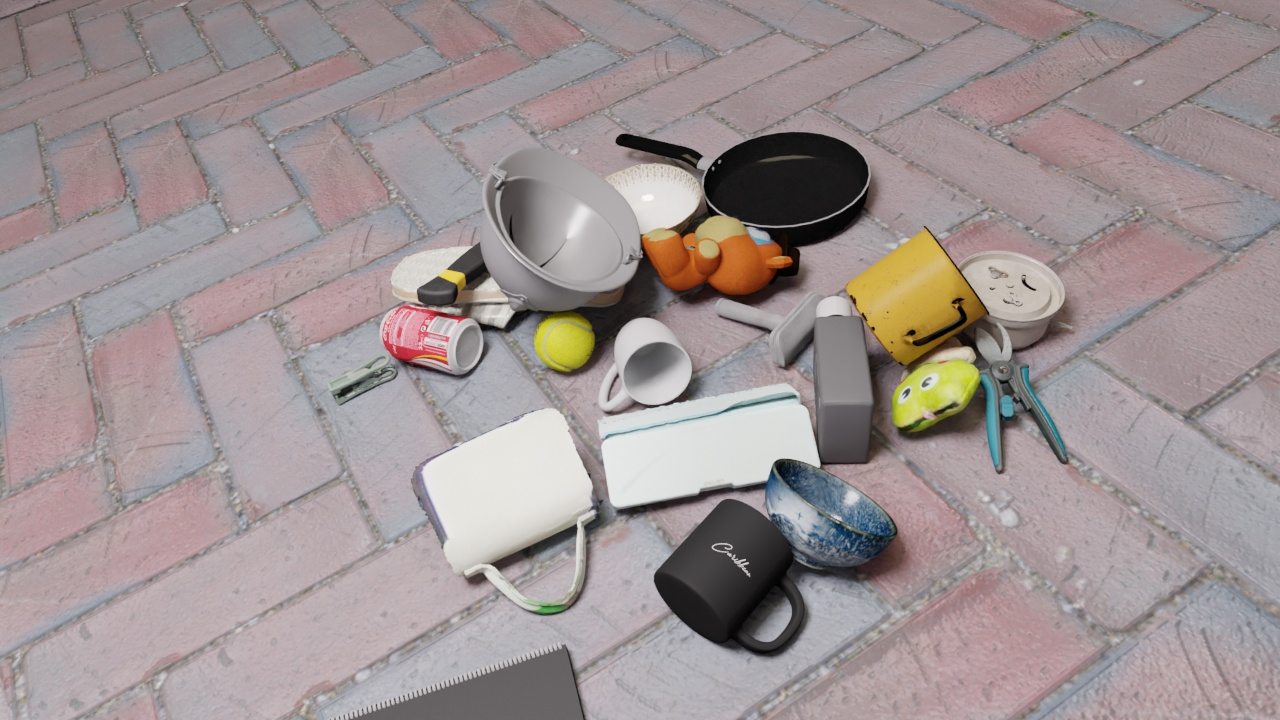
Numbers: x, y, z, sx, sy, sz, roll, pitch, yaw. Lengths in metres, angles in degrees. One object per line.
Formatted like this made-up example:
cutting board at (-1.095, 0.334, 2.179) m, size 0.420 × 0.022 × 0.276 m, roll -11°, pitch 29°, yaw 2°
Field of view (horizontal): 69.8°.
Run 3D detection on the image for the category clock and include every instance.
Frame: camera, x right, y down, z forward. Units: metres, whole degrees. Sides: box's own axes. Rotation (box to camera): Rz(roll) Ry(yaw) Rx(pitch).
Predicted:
clock at (0.345, -0.053, 0.925) m, size 0.157 × 0.061 × 0.103 m, roll -9°, pitch 47°, yaw -6°

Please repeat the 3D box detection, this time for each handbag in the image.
handbag at (-0.107, 0.150, 0.832) m, size 0.151 × 0.074 × 0.176 m, roll -25°, pitch 64°, yaw -10°

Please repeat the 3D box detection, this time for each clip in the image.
clip at (-0.310, 0.020, 1.025) m, size 0.075 × 0.043 × 0.023 m, roll -30°, pitch 48°, yaw -15°

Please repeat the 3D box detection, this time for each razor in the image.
razor at (0.130, -0.045, 0.983) m, size 0.116 × 0.047 × 0.088 m, roll 20°, pitch 52°, yaw 39°

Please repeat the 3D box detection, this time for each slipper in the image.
slipper at (-0.153, -0.087, 1.076) m, size 0.273 × 0.054 × 0.114 m, roll 1°, pitch 41°, yaw 1°

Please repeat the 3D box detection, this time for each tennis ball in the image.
tennis ball at (-0.082, -0.021, 0.985) m, size 0.065 × 0.065 × 0.065 m, roll -7°, pitch 44°, yaw 6°

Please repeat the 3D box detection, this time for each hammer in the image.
hammer at (-0.167, -0.145, 1.092) m, size 0.170 × 0.034 × 0.323 m, roll 12°, pitch 34°, yaw 18°

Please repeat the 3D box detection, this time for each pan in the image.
pan at (0.117, -0.237, 1.172) m, size 0.356 × 0.044 × 0.203 m, roll 21°, pitch 53°, yaw 30°

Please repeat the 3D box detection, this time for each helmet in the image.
helmet at (-0.104, -0.118, 0.991) m, size 0.183 × 0.118 × 0.270 m, roll 30°, pitch 31°, yaw -12°

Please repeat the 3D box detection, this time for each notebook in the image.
notebook at (-0.140, 0.313, 0.700) m, size 0.206 × 0.016 × 0.149 m, roll -17°, pitch 45°, yaw -5°

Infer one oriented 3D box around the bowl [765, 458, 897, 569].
bowl at (0.148, 0.137, 0.767) m, size 0.114 × 0.061 × 0.114 m, roll 25°, pitch 15°, yaw -8°

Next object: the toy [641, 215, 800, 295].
toy at (0.089, -0.113, 1.014) m, size 0.176 × 0.096 × 0.112 m, roll 14°, pitch 9°, yaw -11°

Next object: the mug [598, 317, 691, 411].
mug at (-0.006, 0.006, 0.949) m, size 0.107 × 0.071 × 0.089 m, roll -43°, pitch 27°, yaw 10°

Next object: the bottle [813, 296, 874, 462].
bottle at (0.191, 0.006, 0.883) m, size 0.046 × 0.084 × 0.173 m, roll -1°, pitch 44°, yaw 8°

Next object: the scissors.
scissors at (0.341, 0.039, 0.840) m, size 0.124 × 0.019 × 0.155 m, roll 28°, pitch 72°, yaw 20°

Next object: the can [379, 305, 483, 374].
can at (-0.233, -0.024, 1.024) m, size 0.105 × 0.064 × 0.064 m, roll 13°, pitch 50°, yaw 24°

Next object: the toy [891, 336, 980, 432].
toy at (0.278, 0.018, 0.863) m, size 0.092 × 0.043 × 0.117 m, roll -37°, pitch 15°, yaw 43°

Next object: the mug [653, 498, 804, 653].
mug at (0.080, 0.183, 0.745) m, size 0.113 × 0.078 × 0.087 m, roll 42°, pitch 62°, yaw 11°

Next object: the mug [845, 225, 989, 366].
mug at (0.257, -0.052, 0.851) m, size 0.094 × 0.100 × 0.123 m, roll -36°, pitch 26°, yaw 17°

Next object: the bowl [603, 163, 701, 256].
bowl at (0.006, -0.174, 1.121) m, size 0.145 × 0.063 × 0.145 m, roll -7°, pitch 46°, yaw 7°

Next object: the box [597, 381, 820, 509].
box at (0.061, 0.076, 0.876) m, size 0.197 × 0.074 × 0.126 m, roll -10°, pitch 24°, yaw -1°
